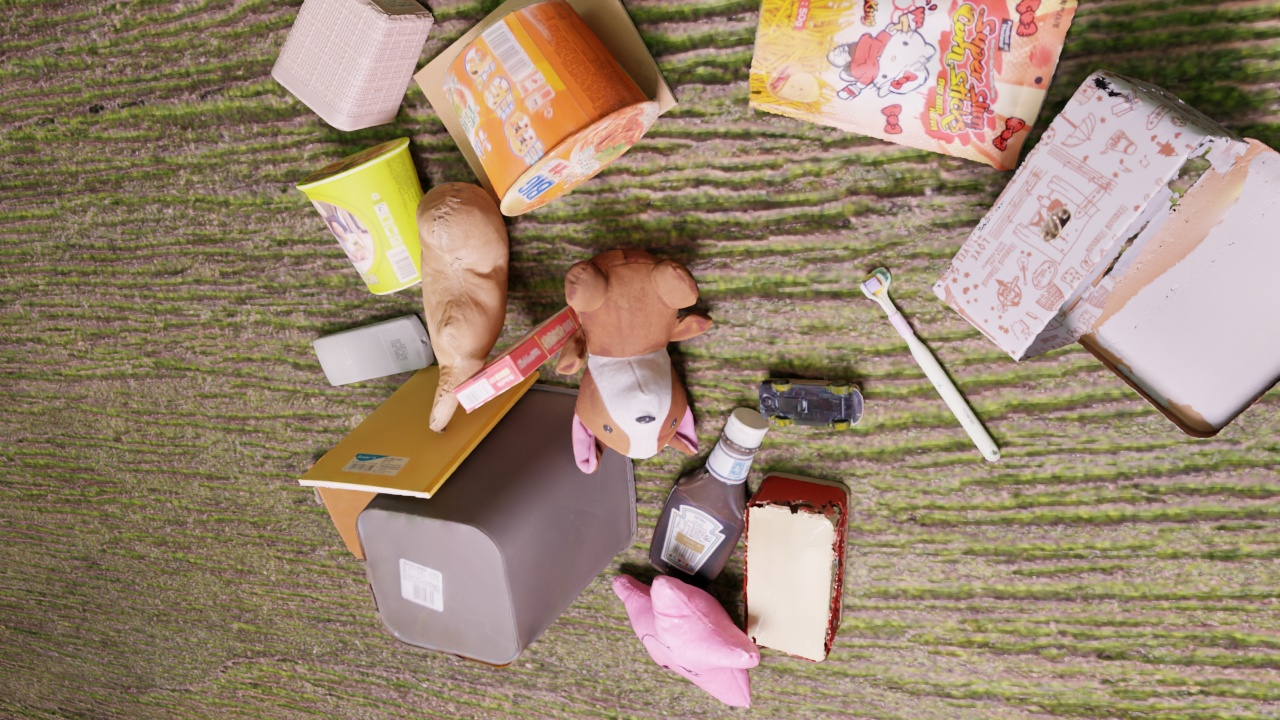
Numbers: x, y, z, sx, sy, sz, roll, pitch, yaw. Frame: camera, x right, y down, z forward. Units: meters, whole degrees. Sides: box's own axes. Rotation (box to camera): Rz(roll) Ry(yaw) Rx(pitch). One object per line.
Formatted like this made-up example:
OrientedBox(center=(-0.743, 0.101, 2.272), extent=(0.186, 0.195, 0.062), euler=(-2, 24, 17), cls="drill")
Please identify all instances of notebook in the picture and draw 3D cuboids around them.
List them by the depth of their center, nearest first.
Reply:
OrientedBox(center=(-0.087, -0.238, 0.801), extent=(0.212, 0.012, 0.149), euler=(-25, 102, 32), cls="notebook")
OrientedBox(center=(-0.205, 0.060, 0.877), extent=(0.146, 0.205, 0.010), euler=(2, 120, 24), cls="notebook")

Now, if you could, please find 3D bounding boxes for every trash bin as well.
OrientedBox(center=(-0.138, 0.155, 0.883), extent=(0.199, 0.219, 0.199), euler=(6, 116, 23), cls="trash bin")

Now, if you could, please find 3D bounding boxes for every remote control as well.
OrientedBox(center=(-0.289, -0.011, 0.993), extent=(0.150, 0.021, 0.058), euler=(-10, 108, 29), cls="remote control")

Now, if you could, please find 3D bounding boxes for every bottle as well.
OrientedBox(center=(0.070, 0.131, 0.878), extent=(0.080, 0.043, 0.195), euler=(26, 120, 9), cls="bottle")

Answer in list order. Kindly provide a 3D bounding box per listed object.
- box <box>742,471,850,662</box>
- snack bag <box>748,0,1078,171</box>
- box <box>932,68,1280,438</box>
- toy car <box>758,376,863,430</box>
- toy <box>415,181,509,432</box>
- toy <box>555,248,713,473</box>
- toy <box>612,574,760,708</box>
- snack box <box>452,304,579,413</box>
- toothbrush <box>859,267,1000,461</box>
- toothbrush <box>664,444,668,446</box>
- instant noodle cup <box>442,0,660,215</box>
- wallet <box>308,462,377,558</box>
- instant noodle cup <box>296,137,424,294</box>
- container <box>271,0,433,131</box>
OrientedBox(center=(0.144, 0.197, 0.852), extent=(0.091, 0.077, 0.168), euler=(8, 117, 22), cls="box")
OrientedBox(center=(0.186, -0.217, 0.658), extent=(0.208, 0.073, 0.129), euler=(14, 118, 11), cls="snack bag")
OrientedBox(center=(0.333, -0.058, 0.592), extent=(0.205, 0.157, 0.181), euler=(47, 125, 22), cls="box")
OrientedBox(center=(0.149, 0.034, 0.799), extent=(0.090, 0.035, 0.042), euler=(3, 115, 23), cls="toy car")
OrientedBox(center=(-0.163, -0.049, 0.842), extent=(0.082, 0.143, 0.226), euler=(4, 103, 11), cls="toy")
OrientedBox(center=(-0.005, 0.005, 0.805), extent=(0.140, 0.130, 0.200), euler=(-2, 115, -8), cls="toy")
OrientedBox(center=(0.057, 0.276, 0.902), extent=(0.178, 0.074, 0.195), euler=(48, 157, -5), cls="toy")
OrientedBox(center=(-0.099, -0.009, 0.826), extent=(0.075, 0.152, 0.025), euler=(-28, 100, 32), cls="snack box")
OrientedBox(center=(0.241, 0.007, 0.754), extent=(0.189, 0.029, 0.020), euler=(54, 165, -7), cls="toothbrush")
OrientedBox(center=(-0.008, 0.003, 0.872), extent=(0.018, 0.015, 0.181), euler=(-15, 106, 24), cls="toothbrush")
OrientedBox(center=(-0.076, -0.202, 0.726), extent=(0.152, 0.151, 0.111), euler=(-34, 91, 33), cls="instant noodle cup")
OrientedBox(center=(-0.331, 0.173, 1.093), extent=(0.108, 0.031, 0.132), euler=(-14, 105, 27), cls="wallet")
OrientedBox(center=(-0.246, -0.133, 0.873), extent=(0.112, 0.111, 0.123), euler=(-8, 117, 28), cls="instant noodle cup")
OrientedBox(center=(-0.251, -0.279, 0.814), extent=(0.090, 0.090, 0.111), euler=(40, 120, 4), cls="container")
